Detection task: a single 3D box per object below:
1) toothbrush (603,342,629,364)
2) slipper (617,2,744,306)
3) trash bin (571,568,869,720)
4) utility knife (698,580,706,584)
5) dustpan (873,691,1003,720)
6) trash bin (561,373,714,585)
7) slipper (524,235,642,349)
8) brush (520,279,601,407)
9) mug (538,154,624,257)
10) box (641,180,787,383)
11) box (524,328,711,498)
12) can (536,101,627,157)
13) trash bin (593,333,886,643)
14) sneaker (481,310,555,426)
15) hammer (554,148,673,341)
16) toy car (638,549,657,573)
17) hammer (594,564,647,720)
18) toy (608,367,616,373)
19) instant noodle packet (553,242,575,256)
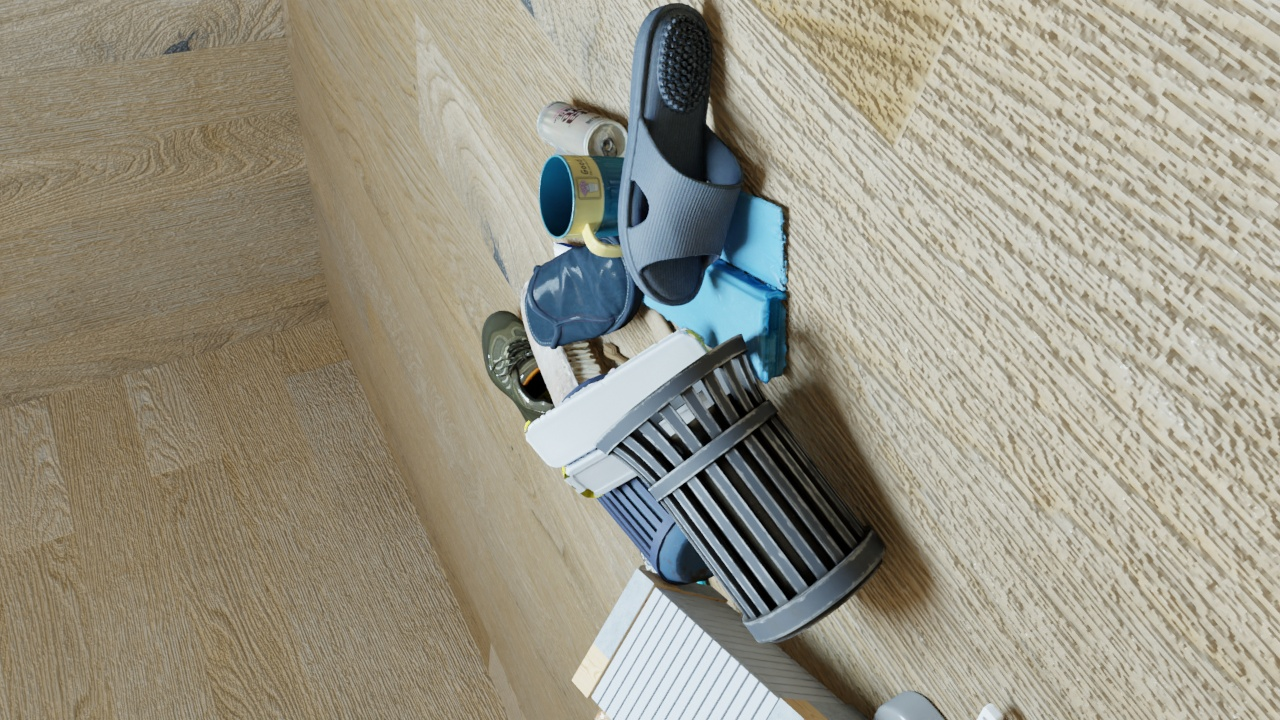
[{"bbox_3d":[-0.007,0.007,1.147,0.167,0.016,0.016,31,135,56],"label":"toothbrush"},{"bbox_3d":[0.041,-0.172,0.798,0.083,0.101,0.264,21,116,51],"label":"slipper"},{"bbox_3d":[0.080,0.354,0.953,0.247,0.142,0.142,33,94,44],"label":"trash bin"},{"bbox_3d":[0.076,0.276,1.170,0.022,0.015,0.116,11,-120,-83],"label":"utility knife"},{"bbox_3d":[0.272,0.365,0.805,0.163,0.033,0.258,51,158,37],"label":"dustpan"},{"bbox_3d":[0.012,0.136,1.057,0.249,0.139,0.139,43,144,44],"label":"trash bin"},{"bbox_3d":[-0.093,-0.069,1.083,0.266,0.083,0.109,-22,86,55],"label":"slipper"},{"bbox_3d":[-0.105,-0.008,1.244,0.271,0.056,0.083,64,147,38],"label":"brush"},{"bbox_3d":[-0.034,-0.153,0.926,0.083,0.107,0.113,-54,50,48],"label":"mug"},{"bbox_3d":[0.065,-0.099,0.905,0.231,0.033,0.175,37,136,51],"label":"box"},{"bbox_3d":[-0.004,0.060,0.939,0.129,0.210,0.034,50,-162,-30],"label":"box"},{"bbox_3d":[-0.068,-0.256,1.038,0.135,0.054,0.054,37,140,52],"label":"can"},{"bbox_3d":[0.092,0.117,0.810,0.227,0.164,0.165,53,153,7],"label":"trash bin"},{"bbox_3d":[-0.178,0.003,1.388,0.238,0.101,0.143,55,162,22],"label":"sneaker"},{"bbox_3d":[-0.030,-0.122,1.088,0.331,0.030,0.120,62,154,22],"label":"hammer"},{"bbox_3d":[0.021,0.252,1.233,0.041,0.048,0.112,-30,78,33],"label":"toy car"},{"bbox_3d":[0.000,0.388,1.160,0.300,0.037,0.158,-37,-68,-72],"label":"hammer"},{"bbox_3d":[-0.033,0.062,1.217,0.076,0.037,0.126,52,144,45],"label":"toy"},{"bbox_3d":[-0.079,-0.108,1.174,0.087,0.026,0.134,66,168,-17],"label":"instant noodle packet"}]
